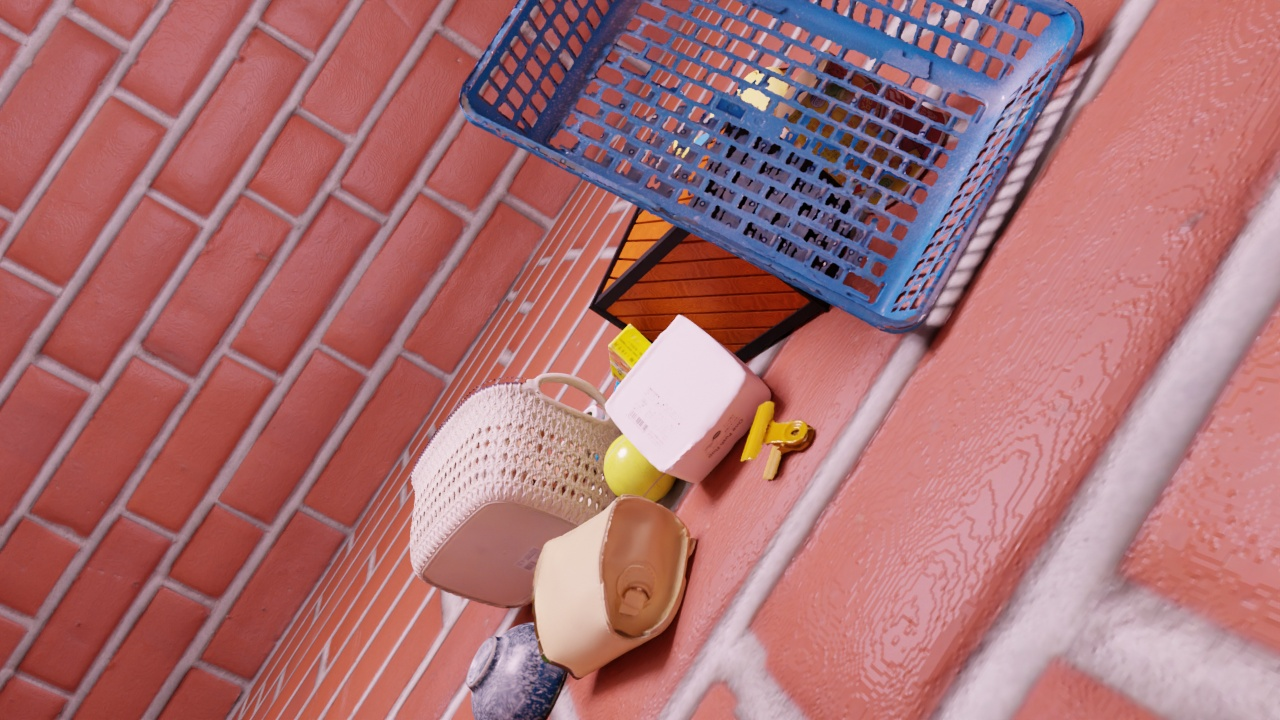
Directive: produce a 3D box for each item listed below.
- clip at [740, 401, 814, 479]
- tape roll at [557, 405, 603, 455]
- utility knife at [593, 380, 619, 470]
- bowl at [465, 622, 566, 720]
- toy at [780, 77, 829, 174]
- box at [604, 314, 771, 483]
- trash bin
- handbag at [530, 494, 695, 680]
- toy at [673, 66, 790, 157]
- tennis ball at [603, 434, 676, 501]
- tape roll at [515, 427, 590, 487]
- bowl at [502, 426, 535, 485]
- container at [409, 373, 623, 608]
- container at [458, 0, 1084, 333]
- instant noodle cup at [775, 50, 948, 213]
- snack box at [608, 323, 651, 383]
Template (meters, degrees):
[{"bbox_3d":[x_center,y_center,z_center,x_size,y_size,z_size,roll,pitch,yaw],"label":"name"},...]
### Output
[{"bbox_3d":[0.101,0.057,0.659,0.048,0.046,0.054,83,-154,-53],"label":"clip"},{"bbox_3d":[-0.074,0.099,1.127,0.094,0.018,0.093,-51,16,21],"label":"tape roll"},{"bbox_3d":[-0.040,0.074,1.066,0.031,0.015,0.174,114,174,-52],"label":"utility knife"},{"bbox_3d":[-0.116,0.277,0.811,0.114,0.060,0.114,-51,15,19],"label":"bowl"},{"bbox_3d":[0.168,-0.215,0.877,0.108,0.105,0.134,-66,18,6],"label":"toy"},{"bbox_3d":[0.047,0.038,0.765,0.107,0.095,0.102,-49,52,5],"label":"box"},{"bbox_3d":[0.074,-0.096,0.825,0.172,0.139,0.139,-38,24,51],"label":"trash bin"},{"bbox_3d":[-0.027,0.177,0.708,0.120,0.081,0.111,-40,30,44],"label":"handbag"},{"bbox_3d":[0.125,-0.275,1.144,0.215,0.084,0.148,-40,40,46],"label":"toy"},{"bbox_3d":[0.000,0.094,0.809,0.065,0.065,0.065,-51,16,20],"label":"tennis ball"},{"bbox_3d":[-0.099,0.101,1.075,0.094,0.027,0.093,-11,61,20],"label":"tape roll"},{"bbox_3d":[-0.154,0.151,1.145,0.145,0.063,0.145,-172,103,-89],"label":"bowl"},{"bbox_3d":[-0.127,0.140,0.922,0.252,0.184,0.143,-46,30,39],"label":"container"},{"bbox_3d":[0.086,-0.193,0.665,0.257,0.362,0.089,-59,-15,-8],"label":"container"},{"bbox_3d":[0.177,-0.194,0.756,0.100,0.112,0.100,-50,16,20],"label":"instant noodle cup"},{"bbox_3d":[-0.005,0.005,0.854,0.029,0.040,0.148,-45,-8,-8],"label":"snack box"}]
